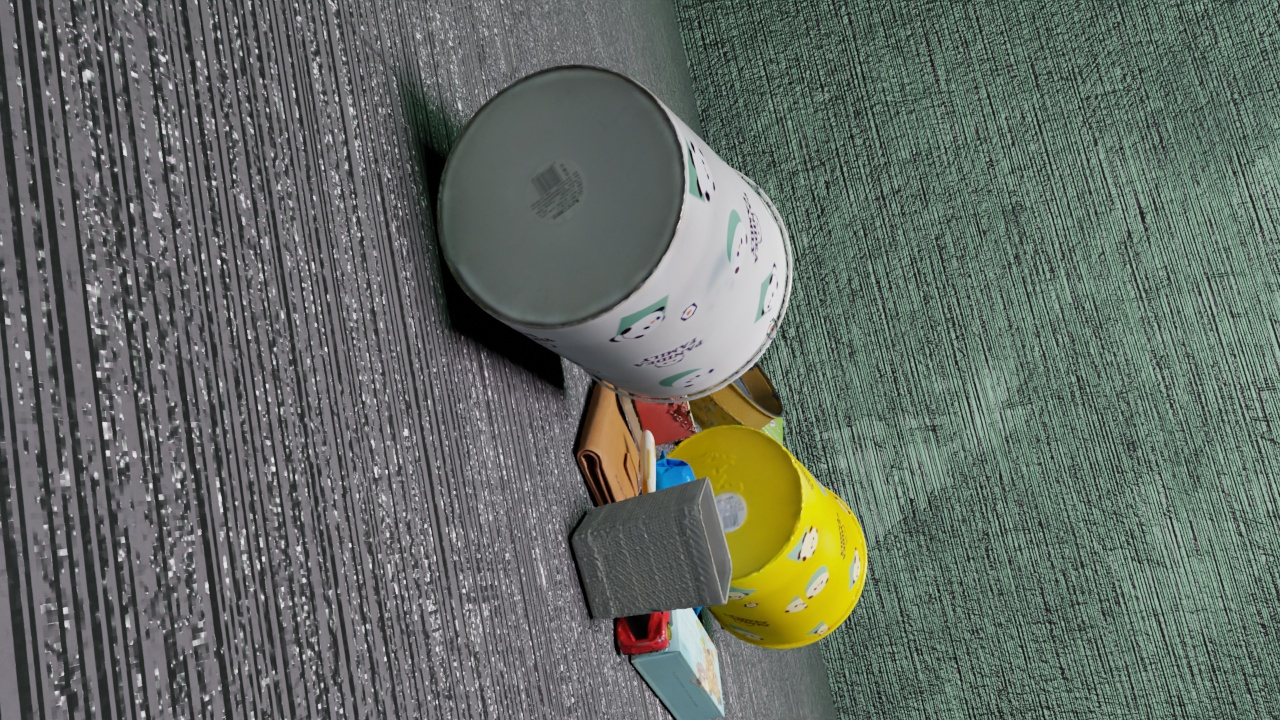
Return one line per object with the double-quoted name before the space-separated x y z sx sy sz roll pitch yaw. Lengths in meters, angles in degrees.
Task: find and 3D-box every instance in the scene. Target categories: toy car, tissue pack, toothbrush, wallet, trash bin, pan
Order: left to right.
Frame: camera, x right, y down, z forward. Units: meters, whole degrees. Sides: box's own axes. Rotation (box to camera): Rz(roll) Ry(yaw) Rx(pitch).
"wallet" -0.028 0.095 0.896 0.131 0.031 0.108 -79 151 -63
"trash bin" -0.015 -0.091 0.720 0.251 0.230 0.229 22 55 -70
"toy car" 0.001 0.217 0.840 0.106 0.049 0.031 -90 164 -46
"toothbrush" 0.007 0.163 0.918 0.018 0.016 0.191 -42 132 -73
"tissue pack" 0.037 0.180 0.949 0.095 0.052 0.157 108 -32 -54
"pan" 0.089 -0.016 1.154 0.197 0.078 0.357 57 19 25
"trash bin" 0.137 0.208 1.108 0.255 0.230 0.229 50 29 -55

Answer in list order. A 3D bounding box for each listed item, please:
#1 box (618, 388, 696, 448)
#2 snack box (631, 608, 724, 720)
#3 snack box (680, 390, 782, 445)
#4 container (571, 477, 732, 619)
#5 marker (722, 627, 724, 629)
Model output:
"box" 0.013 0.004 0.989 0.091 0.080 0.168 72 1 -45
"snack box" 0.037 0.294 0.916 0.175 0.052 0.074 65 16 -46
"snack box" 0.116 0.053 1.335 0.210 0.070 0.157 47 15 -5
"container" 0.010 0.162 0.780 0.090 0.114 0.090 -43 118 -77
"marker" 0.115 0.328 1.348 0.023 0.018 0.130 82 -2 -76
